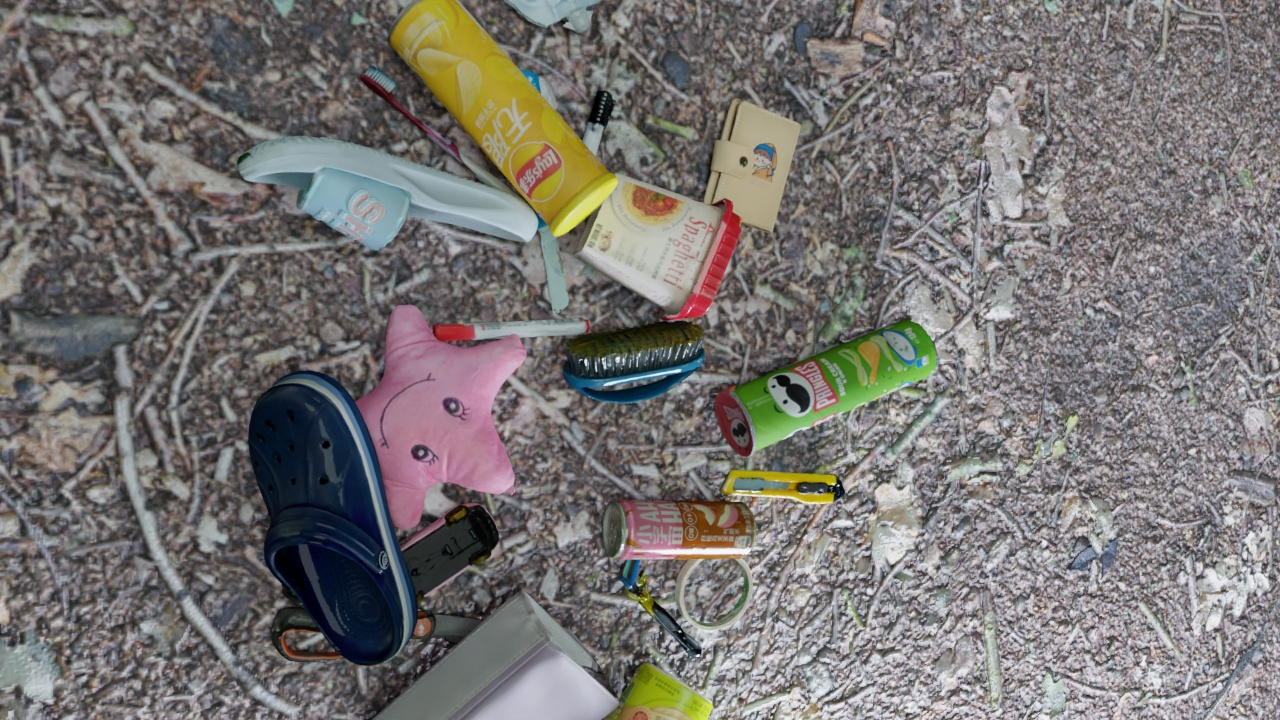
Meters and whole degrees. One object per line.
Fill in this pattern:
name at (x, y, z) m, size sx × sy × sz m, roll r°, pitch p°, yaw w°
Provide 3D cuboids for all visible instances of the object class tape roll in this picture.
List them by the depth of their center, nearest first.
tape roll at (0.076, 0.237, 0.953) m, size 0.085 × 0.014 × 0.086 m, roll -3°, pitch 97°, yaw -22°

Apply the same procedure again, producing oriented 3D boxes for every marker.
marker at (-0.117, -0.028, 0.842) m, size 0.145 × 0.017 × 0.017 m, roll -3°, pitch 97°, yaw -22°
marker at (-0.049, -0.186, 0.854) m, size 0.022 × 0.018 × 0.130 m, roll 16°, pitch 89°, yaw -33°

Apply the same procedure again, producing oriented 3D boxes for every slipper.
slipper at (-0.259, 0.137, 0.735) m, size 0.105 × 0.095 × 0.253 m, roll -12°, pitch 103°, yaw 16°
slipper at (-0.202, -0.124, 0.754) m, size 0.245 × 0.104 × 0.074 m, roll 11°, pitch 90°, yaw -30°

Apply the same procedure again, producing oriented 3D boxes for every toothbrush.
toothbrush at (-0.164, -0.188, 0.803) m, size 0.187 × 0.016 × 0.017 m, roll 39°, pitch 71°, yaw -18°

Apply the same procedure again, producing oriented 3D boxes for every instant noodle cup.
instant noodle cup at (0.012, -0.107, 0.842) m, size 0.124 × 0.117 × 0.116 m, roll 23°, pitch 87°, yaw -12°
instant noodle cup at (0.008, 0.366, 0.894) m, size 0.111 × 0.112 × 0.123 m, roll 38°, pitch 73°, yaw -21°

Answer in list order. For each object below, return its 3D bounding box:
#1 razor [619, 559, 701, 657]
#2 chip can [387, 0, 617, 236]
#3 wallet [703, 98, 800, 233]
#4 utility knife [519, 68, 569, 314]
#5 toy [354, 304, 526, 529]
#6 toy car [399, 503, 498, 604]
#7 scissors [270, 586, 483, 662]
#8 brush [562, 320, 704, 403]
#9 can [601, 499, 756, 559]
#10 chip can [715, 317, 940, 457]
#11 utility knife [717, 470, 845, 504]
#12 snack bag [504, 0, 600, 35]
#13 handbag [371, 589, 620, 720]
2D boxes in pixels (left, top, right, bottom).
razor at (0.019, 0.253, 0.928) m, size 0.143 × 0.022 × 0.042 m, roll 53°, pitch 32°, yaw -22°
chip can at (-0.113, -0.205, 0.761) m, size 0.072 × 0.072 × 0.213 m, roll -41°, pitch 91°, yaw -14°
wallet at (0.110, -0.195, 0.916) m, size 0.087 × 0.024 × 0.115 m, roll 15°, pitch 91°, yaw -22°
utility knife at (-0.092, -0.153, 0.839) m, size 0.034 × 0.018 × 0.225 m, roll -9°, pitch 101°, yaw -1°
toy at (-0.172, 0.050, 0.791) m, size 0.178 × 0.074 × 0.194 m, roll 39°, pitch 87°, yaw -5°
toy car at (-0.185, 0.175, 0.824) m, size 0.122 × 0.037 × 0.056 m, roll -32°, pitch 100°, yaw -19°
scissors at (-0.209, 0.223, 0.828) m, size 0.234 × 0.022 × 0.152 m, roll -8°, pitch 98°, yaw -21°
brush at (-0.005, 0.005, 0.875) m, size 0.143 × 0.055 × 0.074 m, roll -11°, pitch 122°, yaw -21°
can at (0.039, 0.167, 0.906) m, size 0.147 × 0.058 × 0.058 m, roll 5°, pitch 94°, yaw -23°
chip can at (0.194, 0.024, 0.948) m, size 0.235 × 0.072 × 0.072 m, roll -21°, pitch 103°, yaw -20°
utility knife at (0.152, 0.135, 0.972) m, size 0.156 × 0.015 × 0.033 m, roll 6°, pitch 91°, yaw -23°
snack bag at (-0.115, -0.361, 0.797) m, size 0.190 × 0.039 × 0.110 m, roll 12°, pitch 86°, yaw -25°
handbag at (-0.134, 0.320, 0.821) m, size 0.197 × 0.098 × 0.145 m, roll -39°, pitch 128°, yaw -8°
